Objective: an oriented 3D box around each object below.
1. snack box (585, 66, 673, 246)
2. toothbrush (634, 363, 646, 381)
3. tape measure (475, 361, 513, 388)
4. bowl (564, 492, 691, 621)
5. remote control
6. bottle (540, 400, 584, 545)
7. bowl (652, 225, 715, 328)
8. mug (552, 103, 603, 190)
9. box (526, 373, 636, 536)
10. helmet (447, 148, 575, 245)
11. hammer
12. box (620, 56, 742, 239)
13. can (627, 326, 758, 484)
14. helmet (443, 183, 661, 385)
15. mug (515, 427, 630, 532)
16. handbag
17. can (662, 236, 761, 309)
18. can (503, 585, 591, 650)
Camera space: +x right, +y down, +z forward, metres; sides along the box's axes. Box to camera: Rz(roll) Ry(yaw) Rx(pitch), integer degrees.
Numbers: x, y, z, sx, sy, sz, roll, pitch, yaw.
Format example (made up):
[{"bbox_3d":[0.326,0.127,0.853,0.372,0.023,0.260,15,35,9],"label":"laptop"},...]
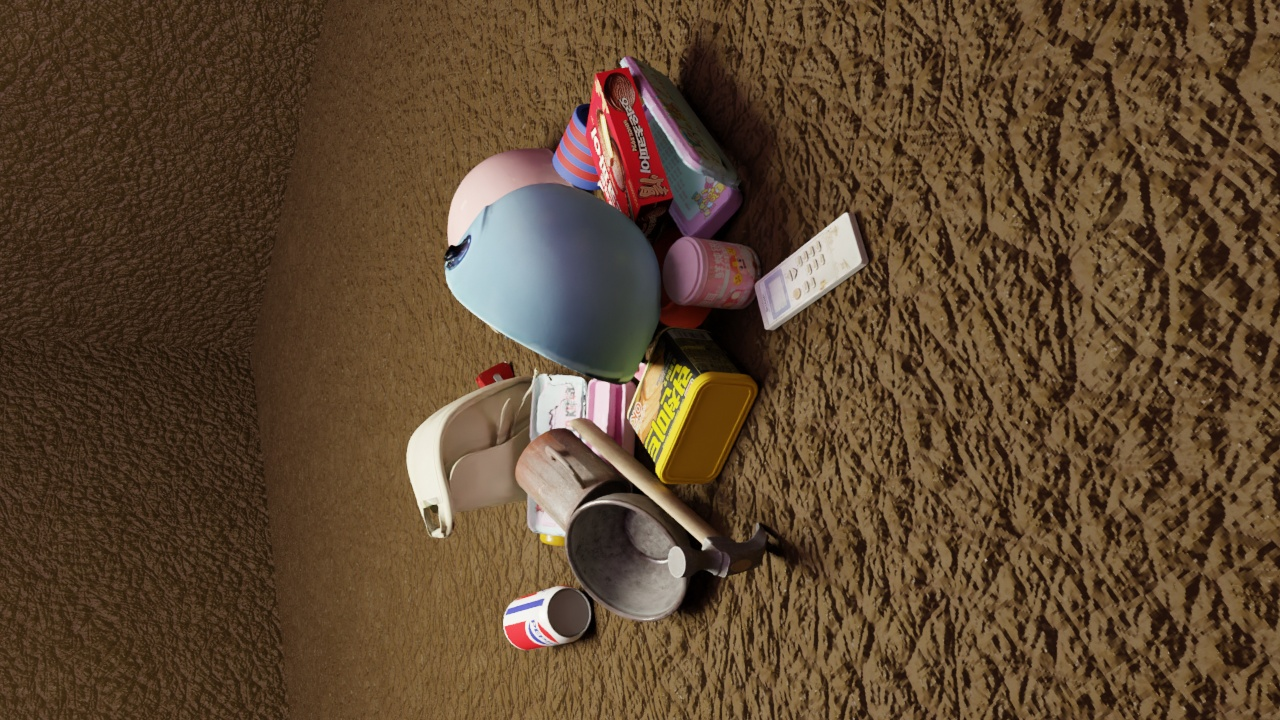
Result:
[{"bbox_3d":[-0.016,-0.213,0.997,0.133,0.035,0.152,120,133,-74],"label":"snack box"},{"bbox_3d":[-0.006,0.006,1.080,0.135,0.016,0.022,36,117,54],"label":"toothbrush"},{"bbox_3d":[-0.211,0.033,1.383,0.051,0.058,0.019,52,137,7],"label":"tape measure"},{"bbox_3d":[-0.002,0.198,0.977,0.145,0.067,0.145,12,117,26],"label":"bowl"},{"bbox_3d":[0.152,-0.078,0.836,0.136,0.011,0.050,-39,55,50],"label":"remote control"},{"bbox_3d":[-0.097,0.141,1.179,0.053,0.053,0.186,4,91,58],"label":"bottle"},{"bbox_3d":[0.037,-0.093,0.999,0.122,0.035,0.122,-9,80,58],"label":"bowl"},{"bbox_3d":[-0.048,-0.251,1.131,0.112,0.074,0.076,47,131,16],"label":"mug"},{"bbox_3d":[-0.068,0.119,1.124,0.156,0.058,0.201,3,89,39],"label":"box"},{"bbox_3d":[-0.184,-0.167,1.271,0.230,0.152,0.256,63,143,35],"label":"helmet"},{"bbox_3d":[0.008,0.130,0.944,0.331,0.119,0.031,31,114,55],"label":"hammer"},{"bbox_3d":[0.024,-0.228,0.969,0.090,0.092,0.214,-45,47,22],"label":"box"},{"bbox_3d":[0.048,0.044,0.937,0.101,0.072,0.131,56,133,48],"label":"can"},{"bbox_3d":[-0.079,-0.085,0.916,0.167,0.225,0.265,-61,18,15],"label":"helmet"},{"bbox_3d":[-0.081,0.130,1.026,0.110,0.096,0.123,33,156,33],"label":"mug"},{"bbox_3d":[-0.178,0.112,1.171,0.132,0.228,0.184,-26,76,42],"label":"handbag"},{"bbox_3d":[0.070,-0.085,0.907,0.067,0.076,0.067,-8,80,58],"label":"can"},{"bbox_3d":[-0.121,0.333,1.185,0.132,0.070,0.070,-33,60,53],"label":"can"}]
